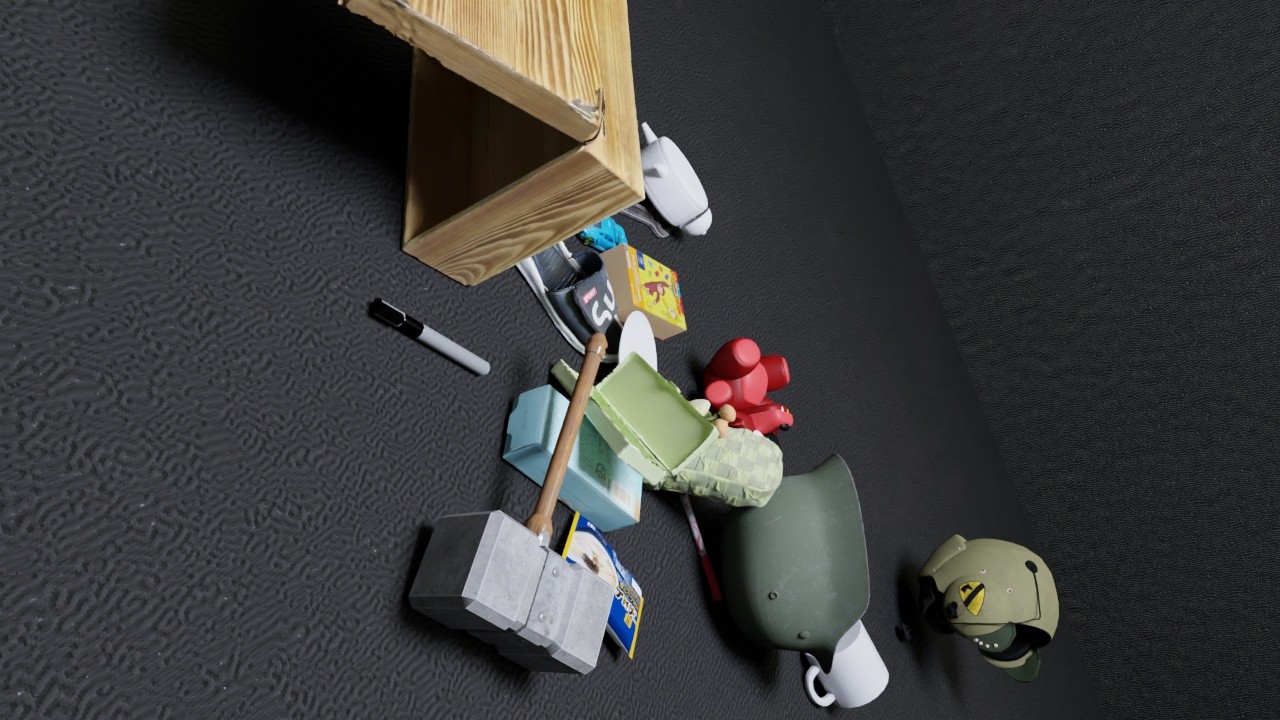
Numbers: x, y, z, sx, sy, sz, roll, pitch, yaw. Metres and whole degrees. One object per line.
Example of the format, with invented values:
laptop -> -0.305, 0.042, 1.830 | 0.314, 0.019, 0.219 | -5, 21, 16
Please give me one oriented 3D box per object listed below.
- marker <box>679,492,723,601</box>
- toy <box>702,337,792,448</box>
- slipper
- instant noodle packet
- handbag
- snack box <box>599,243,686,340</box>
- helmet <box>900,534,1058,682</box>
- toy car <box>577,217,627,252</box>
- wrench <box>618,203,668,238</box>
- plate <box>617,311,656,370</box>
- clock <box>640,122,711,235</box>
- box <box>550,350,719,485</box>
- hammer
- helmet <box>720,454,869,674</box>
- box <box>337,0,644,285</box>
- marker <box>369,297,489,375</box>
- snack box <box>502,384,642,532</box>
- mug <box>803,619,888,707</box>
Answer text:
marker -> 0.075, 0.231, 1.150 | 0.012, 0.013, 0.142 | -8, 78, -60
toy -> 0.150, 0.079, 1.279 | 0.158, 0.121, 0.197 | 23, 60, -55
slipper -> -0.081, -0.104, 1.064 | 0.264, 0.063, 0.111 | 54, 32, -21
instant noodle packet -> -0.038, 0.230, 0.945 | 0.134, 0.026, 0.086 | 56, 22, -20
handbag -> 0.081, 0.100, 1.090 | 0.113, 0.186, 0.117 | -73, 173, -49
snack box -> 0.004, -0.089, 1.215 | 0.125, 0.040, 0.088 | 22, 53, -52
helmet -> 0.595, 0.427, 1.612 | 0.250, 0.256, 0.232 | 42, 42, -41
toy car -> -0.045, -0.166, 1.194 | 0.105, 0.032, 0.048 | 26, 49, -52
wrench -> -0.035, -0.220, 1.268 | 0.273, 0.010, 0.070 | 13, 60, -56
plate -> -0.007, 0.007, 1.132 | 0.134, 0.011, 0.134 | -1, 90, -70
clock -> 0.040, -0.259, 1.362 | 0.161, 0.073, 0.125 | 42, 26, -43
box -> -0.015, 0.043, 0.966 | 0.082, 0.098, 0.188 | 45, -2, -39
hammer -> -0.078, 0.104, 0.845 | 0.162, 0.083, 0.316 | 43, 50, -37
helmet -> 0.177, 0.256, 1.136 | 0.227, 0.154, 0.268 | -101, -173, -83
box -> -0.161, -0.294, 0.819 | 0.336, 0.287, 0.278 | 34, 43, -48
marker -> -0.195, -0.020, 0.864 | 0.140, 0.016, 0.016 | 36, 43, -44
snack box -> -0.066, 0.106, 0.959 | 0.174, 0.053, 0.074 | 45, 37, -37
mug -> 0.278, 0.431, 1.289 | 0.121, 0.091, 0.090 | -36, 105, -26
